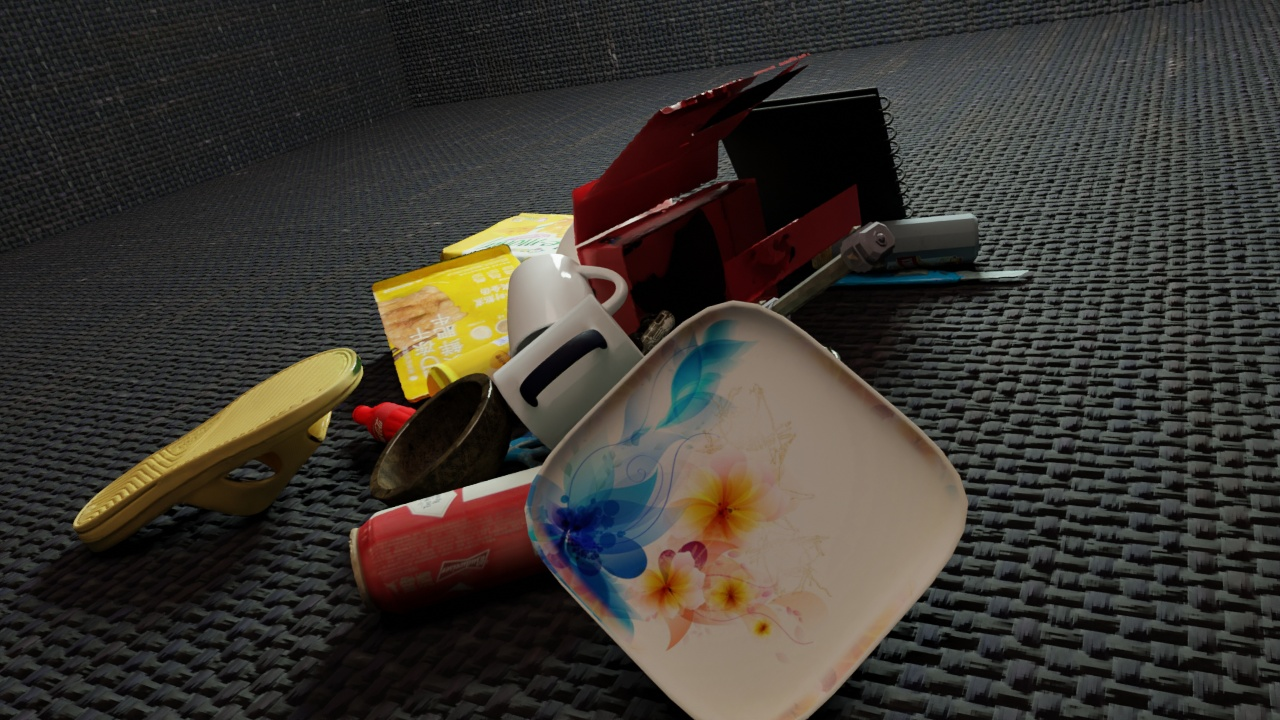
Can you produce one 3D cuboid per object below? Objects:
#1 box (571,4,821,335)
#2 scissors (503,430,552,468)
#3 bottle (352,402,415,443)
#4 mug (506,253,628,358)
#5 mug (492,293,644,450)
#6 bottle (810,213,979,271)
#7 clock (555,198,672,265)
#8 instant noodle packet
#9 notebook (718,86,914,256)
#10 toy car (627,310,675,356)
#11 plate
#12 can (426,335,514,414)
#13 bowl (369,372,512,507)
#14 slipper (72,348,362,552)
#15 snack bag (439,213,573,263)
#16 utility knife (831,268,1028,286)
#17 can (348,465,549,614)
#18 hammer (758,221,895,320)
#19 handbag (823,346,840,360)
[{"bbox_3d":[0.042,-0.154,0.830,0.124,0.316,0.210,30,43,30],"label":"box"},{"bbox_3d":[-0.111,0.071,0.762,0.141,0.014,0.090,-9,25,12],"label":"scissors"},{"bbox_3d":[-0.215,0.057,0.808,0.119,0.036,0.036,10,32,41],"label":"bottle"},{"bbox_3d":[-0.060,-0.045,0.771,0.114,0.081,0.087,-32,48,20],"label":"mug"},{"bbox_3d":[-0.051,0.008,0.679,0.097,0.078,0.112,-40,-9,1],"label":"mug"},{"bbox_3d":[0.257,-0.118,0.939,0.161,0.046,0.072,-3,-5,14],"label":"bottle"},{"bbox_3d":[-0.019,-0.099,0.935,0.160,0.125,0.073,-45,58,-12],"label":"clock"},{"bbox_3d":[-0.180,-0.031,0.955,0.163,0.084,0.221,-18,30,-13],"label":"instant noodle packet"},{"bbox_3d":[0.189,-0.186,0.956,0.169,0.231,0.019,0,60,25],"label":"notebook"},{"bbox_3d":[-0.005,0.005,0.774,0.040,0.113,0.048,38,39,0],"label":"toy car"},{"bbox_3d":[0.053,0.077,0.480,0.187,0.016,0.187,43,81,16],"label":"plate"},{"bbox_3d":[-0.129,0.018,0.815,0.104,0.068,0.068,-26,27,-30],"label":"can"},{"bbox_3d":[-0.140,0.073,0.696,0.121,0.056,0.121,-33,27,19],"label":"bowl"},{"bbox_3d":[-0.333,0.087,0.755,0.263,0.078,0.099,-30,24,1],"label":"slipper"},{"bbox_3d":[-0.123,-0.130,1.145,0.248,0.068,0.159,8,32,38],"label":"snack bag"},{"bbox_3d":[0.275,-0.084,0.919,0.209,0.015,0.031,1,26,25],"label":"utility knife"},{"bbox_3d":[-0.095,0.111,0.591,0.170,0.067,0.067,-16,24,-7],"label":"can"},{"bbox_3d":[0.055,-0.005,0.620,0.146,0.028,0.318,-33,-4,-36],"label":"hammer"},{"bbox_3d":[0.075,0.060,0.556,0.106,0.122,0.067,-14,24,-4],"label":"handbag"}]
